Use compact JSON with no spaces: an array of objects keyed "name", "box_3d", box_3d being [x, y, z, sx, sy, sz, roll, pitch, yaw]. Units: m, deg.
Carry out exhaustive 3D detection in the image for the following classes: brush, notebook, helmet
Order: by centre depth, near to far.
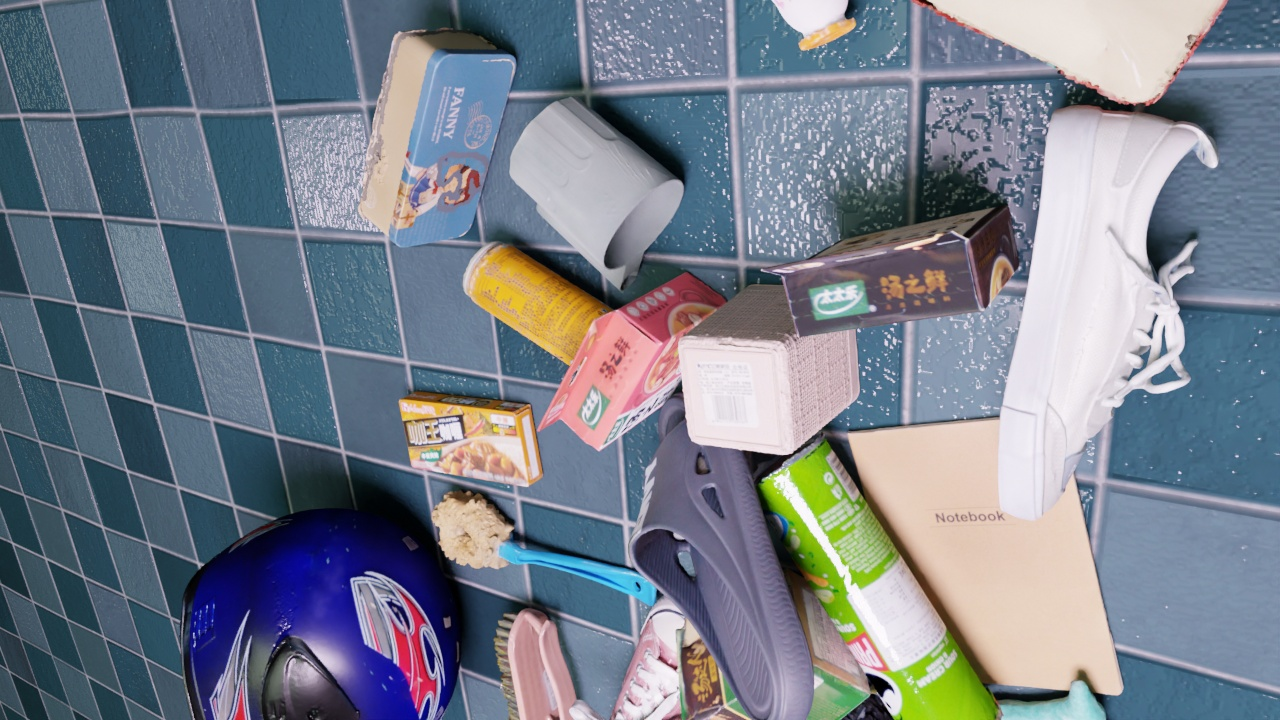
[{"name":"notebook","box_3d":[0.240,0.140,0.648,0.148,0.008,0.208,-9,104,36]},{"name":"brush","box_3d":[-0.096,0.186,0.881,0.255,0.045,0.083,11,111,26]},{"name":"brush","box_3d":[-0.101,0.315,0.919,0.073,0.063,0.146,5,110,37]},{"name":"helmet","box_3d":[-0.303,0.307,0.938,0.240,0.247,0.315,-9,103,1]}]

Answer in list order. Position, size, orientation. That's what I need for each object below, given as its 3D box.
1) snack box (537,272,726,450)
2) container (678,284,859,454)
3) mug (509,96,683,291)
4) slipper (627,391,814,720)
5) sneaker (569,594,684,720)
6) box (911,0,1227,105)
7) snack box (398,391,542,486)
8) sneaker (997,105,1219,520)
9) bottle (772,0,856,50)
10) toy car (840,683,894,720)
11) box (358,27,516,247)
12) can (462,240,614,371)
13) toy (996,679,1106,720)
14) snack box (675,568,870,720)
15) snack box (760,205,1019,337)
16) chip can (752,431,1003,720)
[{"name":"snack box","box_3d":[-0.004,0.004,0.681,0.044,0.126,0.113,40,127,14]},{"name":"container","box_3d":[0.087,0.005,0.630,0.090,0.110,0.090,5,111,33]},{"name":"mug","box_3d":[-0.037,-0.120,0.690,0.103,0.083,0.124,43,152,13]},{"name":"slipper","box_3d":[0.040,0.131,0.650,0.111,0.083,0.267,103,155,-46]},{"name":"sneaker","box_3d":[0.012,0.305,0.821,0.118,0.087,0.242,33,125,19]},{"name":"box","box_3d":[0.211,-0.203,0.477,0.168,0.080,0.091,35,124,18]},{"name":"snack box","box_3d":[-0.165,0.074,0.883,0.154,0.026,0.075,4,111,33]},{"name":"sneaker","box_3d":[0.263,-0.018,0.522,0.091,0.089,0.242,11,109,25]},{"name":"bottle","box_3d":[0.094,-0.244,0.550,0.063,0.063,0.108,-17,99,38]},{"name":"toy car","box_3d":[0.202,0.319,0.709,0.158,0.070,0.042,46,136,11]},{"name":"box","box_3d":[-0.163,-0.183,0.735,0.059,0.089,0.185,41,128,22]},{"name":"can","box_3d":[-0.074,-0.041,0.753,0.146,0.058,0.058,33,124,19]},{"name":"toy","box_3d":[0.290,0.265,0.655,0.092,0.030,0.096,-16,107,42]},{"name":"snack box","box_3d":[0.104,0.228,0.698,0.118,0.117,0.106,33,123,-29]},{"name":"snack box","box_3d":[0.153,-0.055,0.550,0.113,0.125,0.053,-8,104,36]},{"name":"chip can","box_3d":[0.165,0.168,0.660,0.072,0.072,0.236,-34,88,39]}]
